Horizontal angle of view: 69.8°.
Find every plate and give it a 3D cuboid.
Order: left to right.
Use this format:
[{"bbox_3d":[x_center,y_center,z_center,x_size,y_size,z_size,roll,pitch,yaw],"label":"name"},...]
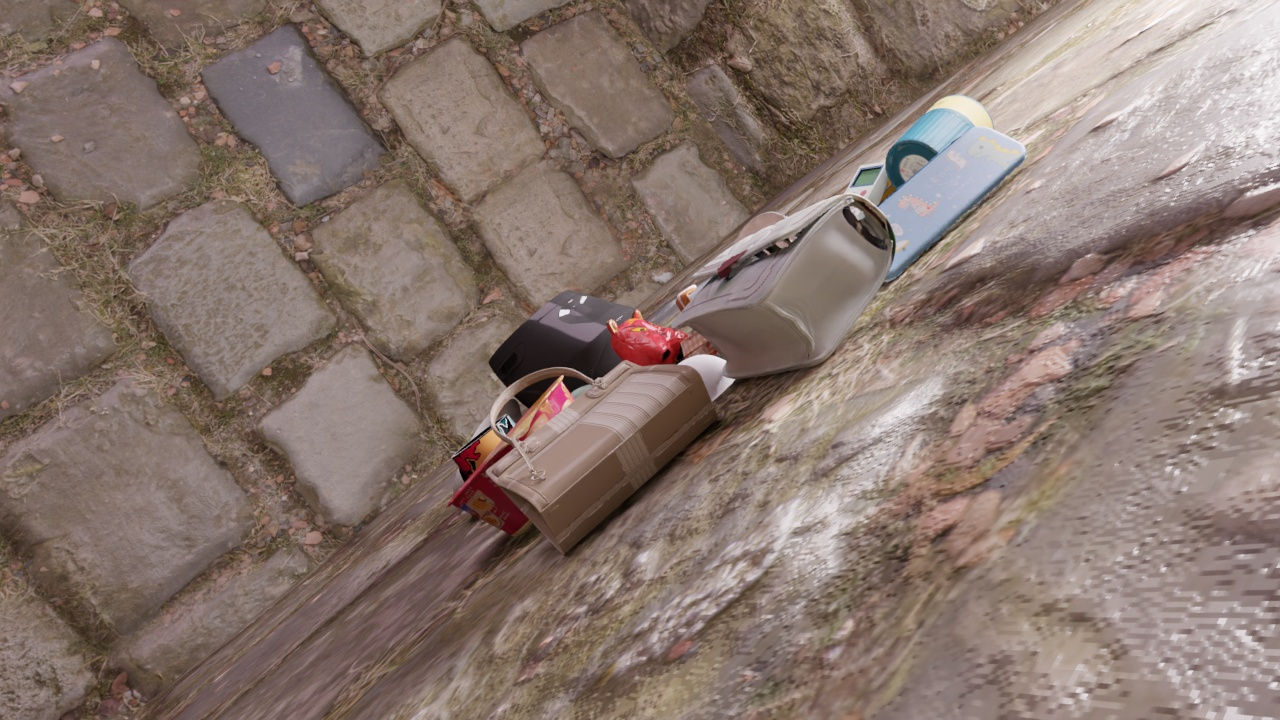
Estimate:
[{"bbox_3d":[-0.200,0.141,1.297,0.173,0.036,0.174,-59,-16,-28],"label":"plate"}]

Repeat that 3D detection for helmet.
[{"bbox_3d":[-0.090,0.004,1.282,0.163,0.170,0.266,-40,-1,-42],"label":"helmet"}]

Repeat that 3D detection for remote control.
[{"bbox_3d":[0.247,-0.165,1.072,0.143,0.024,0.050,-59,26,-10],"label":"remote control"}]

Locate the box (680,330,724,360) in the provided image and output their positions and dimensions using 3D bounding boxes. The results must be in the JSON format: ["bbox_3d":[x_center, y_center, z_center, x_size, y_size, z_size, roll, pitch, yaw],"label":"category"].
[{"bbox_3d":[0.118,-0.030,1.018,0.058,0.062,0.189,-9,-17,-38],"label":"box"}]

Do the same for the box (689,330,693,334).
[{"bbox_3d":[0.148,-0.102,1.348,0.198,0.066,0.083,-40,30,-26],"label":"box"}]

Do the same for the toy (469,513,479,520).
[{"bbox_3d":[-0.182,0.152,1.210,0.127,0.065,0.095,-45,-1,-22],"label":"toy"}]

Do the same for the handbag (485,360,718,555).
[{"bbox_3d":[-0.063,0.055,0.814,0.175,0.062,0.198,-39,36,-21],"label":"handbag"}]

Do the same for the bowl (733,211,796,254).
[{"bbox_3d":[0.161,-0.107,1.063,0.062,0.118,0.118,11,-27,-34],"label":"bowl"}]

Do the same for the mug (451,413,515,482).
[{"bbox_3d":[-0.169,0.133,1.087,0.118,0.098,0.081,-32,8,43],"label":"mug"}]

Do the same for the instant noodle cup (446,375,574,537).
[{"bbox_3d":[-0.112,0.106,0.947,0.179,0.077,0.178,-48,4,5],"label":"instant noodle cup"}]

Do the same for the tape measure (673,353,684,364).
[{"bbox_3d":[0.037,-0.007,1.260,0.064,0.037,0.065,-37,3,1],"label":"tape measure"}]

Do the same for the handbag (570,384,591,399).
[{"bbox_3d":[-0.087,0.084,1.145,0.106,0.067,0.121,-32,7,34],"label":"handbag"}]

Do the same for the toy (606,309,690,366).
[{"bbox_3d":[-0.007,0.007,1.124,0.088,0.094,0.133,-18,-43,-59],"label":"toy"}]

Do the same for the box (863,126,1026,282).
[{"bbox_3d":[0.271,-0.133,0.868,0.208,0.078,0.074,-40,-38,-15],"label":"box"}]

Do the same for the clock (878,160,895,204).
[{"bbox_3d":[0.286,-0.199,1.158,0.113,0.052,0.152,-47,1,3],"label":"clock"}]

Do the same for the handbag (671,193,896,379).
[{"bbox_3d":[0.119,-0.068,0.808,0.141,0.096,0.199,-54,12,-16],"label":"handbag"}]

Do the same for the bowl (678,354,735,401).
[{"bbox_3d":[0.044,0.026,0.924,0.110,0.040,0.110,-37,5,4],"label":"bowl"}]

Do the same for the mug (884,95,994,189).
[{"bbox_3d":[0.339,-0.231,1.056,0.107,0.083,0.114,-44,-20,-30],"label":"mug"}]

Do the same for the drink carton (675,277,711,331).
[{"bbox_3d":[0.118,-0.090,1.260,0.124,0.076,0.048,-35,5,-17],"label":"drink carton"}]
